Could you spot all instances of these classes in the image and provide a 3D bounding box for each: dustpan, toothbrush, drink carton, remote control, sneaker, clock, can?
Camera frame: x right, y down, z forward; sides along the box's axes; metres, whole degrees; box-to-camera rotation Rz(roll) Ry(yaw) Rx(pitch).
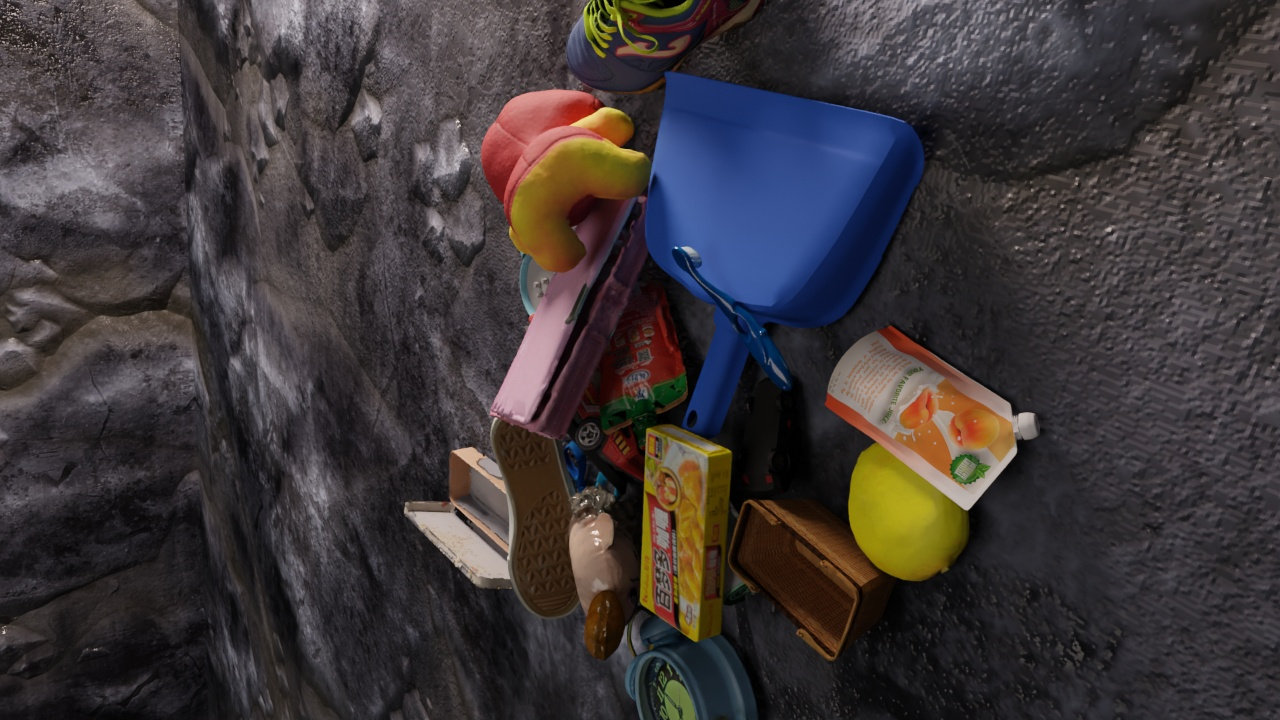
[{"bbox_3d":[0.068,-0.063,0.677,0.246,0.059,0.258,32,107,47],"label":"dustpan"},{"bbox_3d":[0.064,-0.031,0.628,0.132,0.016,0.021,53,139,20],"label":"toothbrush"},{"bbox_3d":[0.177,0.032,0.567,0.069,0.039,0.122,-51,47,4],"label":"drink carton"},{"bbox_3d":[-0.053,0.073,0.853,0.125,0.010,0.039,50,-173,-14],"label":"remote control"},{"bbox_3d":[-0.008,-0.280,0.722,0.242,0.090,0.116,-8,92,55],"label":"sneaker"},{"bbox_3d":[-0.099,0.147,0.939,0.079,0.087,0.235,-95,-3,-75],"label":"sneaker"},{"bbox_3d":[0.037,0.282,0.796,0.162,0.060,0.118,46,132,44],"label":"clock"},{"bbox_3d":[0.061,0.142,0.740,0.101,0.053,0.053,58,138,30],"label":"can"},{"bbox_3d":[-0.092,-0.094,0.913,0.087,0.041,0.123,19,113,51],"label":"clock"}]

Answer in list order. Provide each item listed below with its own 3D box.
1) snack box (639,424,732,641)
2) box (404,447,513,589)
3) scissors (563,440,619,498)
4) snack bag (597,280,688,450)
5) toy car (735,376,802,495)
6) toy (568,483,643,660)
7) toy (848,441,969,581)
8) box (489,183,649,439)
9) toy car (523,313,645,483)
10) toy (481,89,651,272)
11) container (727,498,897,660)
[{"bbox_3d":[0.033,0.131,0.706,0.075,0.025,0.152,20,113,51],"label":"snack box"},{"bbox_3d":[-0.178,0.174,1.059,0.216,0.095,0.108,25,91,50],"label":"box"},{"bbox_3d":[-0.059,0.141,0.943,0.103,0.015,0.134,50,138,31],"label":"scissors"},{"bbox_3d":[-0.005,0.005,0.776,0.087,0.044,0.155,-25,56,23],"label":"snack bag"},{"bbox_3d":[0.100,0.056,0.685,0.042,0.036,0.091,-12,64,56],"label":"toy car"},{"bbox_3d":[-0.026,0.188,0.815,0.175,0.076,0.133,-92,-5,-56],"label":"toy"},{"bbox_3d":[0.170,0.096,0.593,0.096,0.041,0.094,-58,46,42],"label":"toy"},{"bbox_3d":[-0.056,-0.049,0.779,0.098,0.046,0.232,15,77,52],"label":"box"},{"bbox_3d":[-0.045,0.033,0.844,0.056,0.081,0.189,-40,58,5],"label":"toy car"},{"bbox_3d":[-0.073,-0.168,0.787,0.147,0.099,0.216,-41,32,9],"label":"toy"},{"bbox_3d":[0.124,0.146,0.648,0.114,0.061,0.063,38,126,44],"label":"container"}]
